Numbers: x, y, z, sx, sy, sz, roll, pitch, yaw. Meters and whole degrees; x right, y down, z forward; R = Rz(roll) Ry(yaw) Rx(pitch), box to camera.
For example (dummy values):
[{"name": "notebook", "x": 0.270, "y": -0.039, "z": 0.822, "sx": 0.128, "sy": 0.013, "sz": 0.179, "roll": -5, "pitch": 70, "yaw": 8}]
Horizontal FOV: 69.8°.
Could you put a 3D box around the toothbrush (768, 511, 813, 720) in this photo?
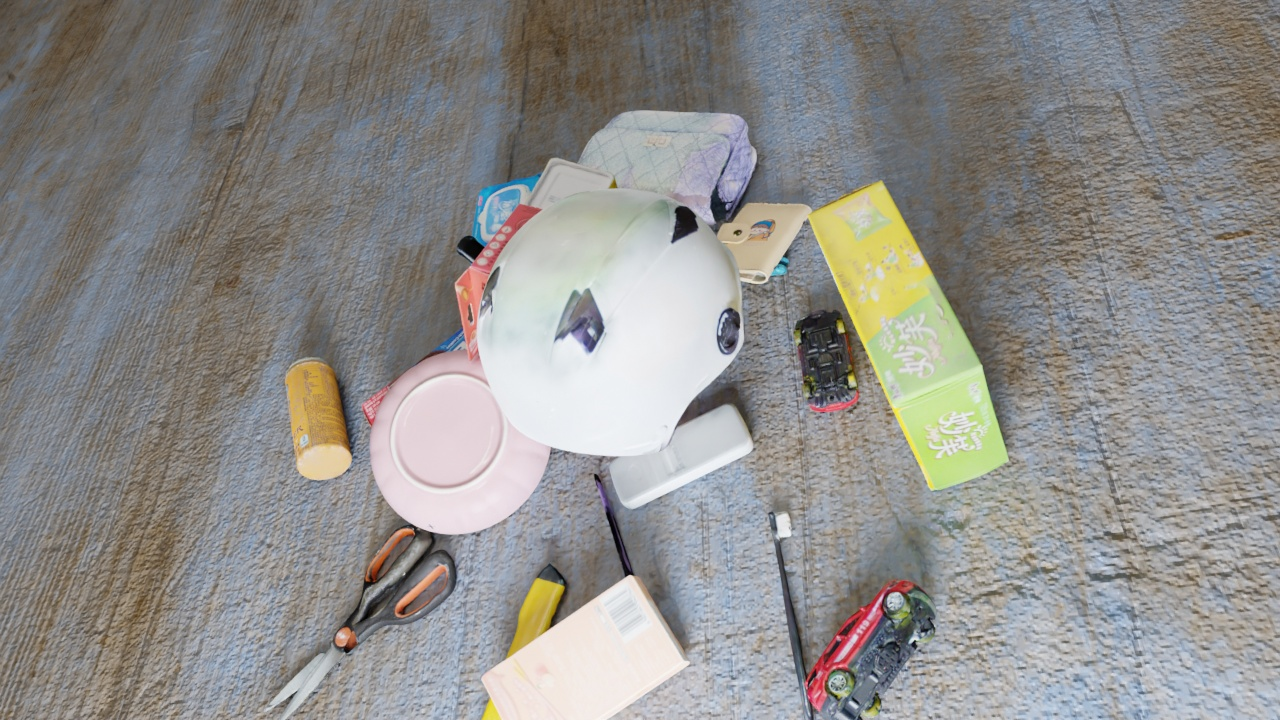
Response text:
[{"name": "toothbrush", "x": 0.124, "y": 0.203, "z": 0.740, "sx": 0.018, "sy": 0.016, "sz": 0.180, "roll": -10, "pitch": 53, "yaw": 9}]

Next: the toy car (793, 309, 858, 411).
[{"name": "toy car", "x": 0.172, "y": -0.001, "z": 0.847, "sx": 0.049, "sy": 0.031, "sz": 0.106, "roll": -15, "pitch": 54, "yaw": 15}]

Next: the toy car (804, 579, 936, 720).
[{"name": "toy car", "x": 0.170, "y": 0.216, "z": 0.683, "sx": 0.120, "sy": 0.053, "sz": 0.045, "roll": -49, "pitch": 33, "yaw": -6}]

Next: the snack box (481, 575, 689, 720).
[{"name": "snack box", "x": -0.047, "y": 0.256, "z": 0.760, "sx": 0.157, "sy": 0.026, "sz": 0.084, "roll": -35, "pitch": 67, "yaw": 3}]

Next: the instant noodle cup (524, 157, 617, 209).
[{"name": "instant noodle cup", "x": -0.069, "y": -0.142, "z": 0.985, "sx": 0.116, "sy": 0.124, "sz": 0.115, "roll": 18, "pitch": 64, "yaw": 14}]

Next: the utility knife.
[{"name": "utility knife", "x": -0.112, "y": 0.276, "z": 0.802, "sx": 0.033, "sy": 0.015, "sz": 0.206, "roll": 8, "pitch": 62, "yaw": 29}]

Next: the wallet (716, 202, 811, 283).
[{"name": "wallet", "x": 0.116, "y": -0.126, "z": 0.953, "sx": 0.087, "sy": 0.024, "sz": 0.114, "roll": 7, "pitch": 49, "yaw": 35}]

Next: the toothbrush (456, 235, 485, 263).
[{"name": "toothbrush", "x": -0.126, "y": -0.074, "z": 1.017, "sx": 0.212, "sy": 0.027, "sz": 0.026, "roll": 38, "pitch": 70, "yaw": 23}]

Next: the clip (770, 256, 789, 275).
[{"name": "clip", "x": 0.126, "y": -0.097, "z": 0.949, "sx": 0.056, "sy": 0.014, "sz": 0.040, "roll": 3, "pitch": 59, "yaw": 30}]

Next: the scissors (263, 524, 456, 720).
[{"name": "scissors", "x": -0.266, "y": 0.264, "z": 0.882, "sx": 0.163, "sy": 0.022, "sz": 0.233, "roll": 8, "pitch": 61, "yaw": 29}]

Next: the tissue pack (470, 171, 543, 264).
[{"name": "tissue pack", "x": -0.154, "y": -0.167, "z": 1.107, "sx": 0.095, "sy": 0.052, "sz": 0.156, "roll": -12, "pitch": 54, "yaw": 18}]

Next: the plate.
[{"name": "plate", "x": -0.186, "y": 0.076, "z": 0.920, "sx": 0.192, "sy": 0.039, "sz": 0.192, "roll": -3, "pitch": 73, "yaw": 9}]

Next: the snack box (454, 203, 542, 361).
[{"name": "snack box", "x": -0.128, "y": -0.072, "z": 0.915, "sx": 0.044, "sy": 0.113, "sz": 0.126, "roll": 19, "pitch": 52, "yaw": 14}]

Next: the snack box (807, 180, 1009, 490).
[{"name": "snack box", "x": 0.219, "y": -0.020, "z": 0.755, "sx": 0.070, "sy": 0.158, "sz": 0.209, "roll": -25, "pitch": 50, "yaw": 13}]

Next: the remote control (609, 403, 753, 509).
[{"name": "remote control", "x": 0.037, "y": 0.089, "z": 0.857, "sx": 0.136, "sy": 0.020, "sz": 0.055, "roll": -27, "pitch": 51, "yaw": 6}]

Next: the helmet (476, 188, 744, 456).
[{"name": "helmet", "x": -0.038, "y": -0.057, "z": 0.784, "sx": 0.229, "sy": 0.146, "sz": 0.258, "roll": 19, "pitch": 67, "yaw": 34}]

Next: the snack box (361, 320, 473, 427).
[{"name": "snack box", "x": -0.198, "y": 0.016, "z": 0.999, "sx": 0.207, "sy": 0.058, "sz": 0.057, "roll": -37, "pitch": 53, "yaw": -3}]

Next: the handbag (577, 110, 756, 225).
[{"name": "handbag", "x": 0.025, "y": -0.221, "z": 1.043, "sx": 0.194, "sy": 0.075, "sz": 0.134, "roll": 10, "pitch": 63, "yaw": 32}]

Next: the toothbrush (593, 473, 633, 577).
[{"name": "toothbrush", "x": -0.017, "y": 0.178, "z": 0.828, "sx": 0.017, "sy": 0.014, "sz": 0.188, "roll": -36, "pitch": 48, "yaw": 15}]

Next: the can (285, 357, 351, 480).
[{"name": "can", "x": -0.369, "y": 0.065, "z": 1.047, "sx": 0.058, "sy": 0.058, "sz": 0.146, "roll": -30, "pitch": 50, "yaw": 4}]
